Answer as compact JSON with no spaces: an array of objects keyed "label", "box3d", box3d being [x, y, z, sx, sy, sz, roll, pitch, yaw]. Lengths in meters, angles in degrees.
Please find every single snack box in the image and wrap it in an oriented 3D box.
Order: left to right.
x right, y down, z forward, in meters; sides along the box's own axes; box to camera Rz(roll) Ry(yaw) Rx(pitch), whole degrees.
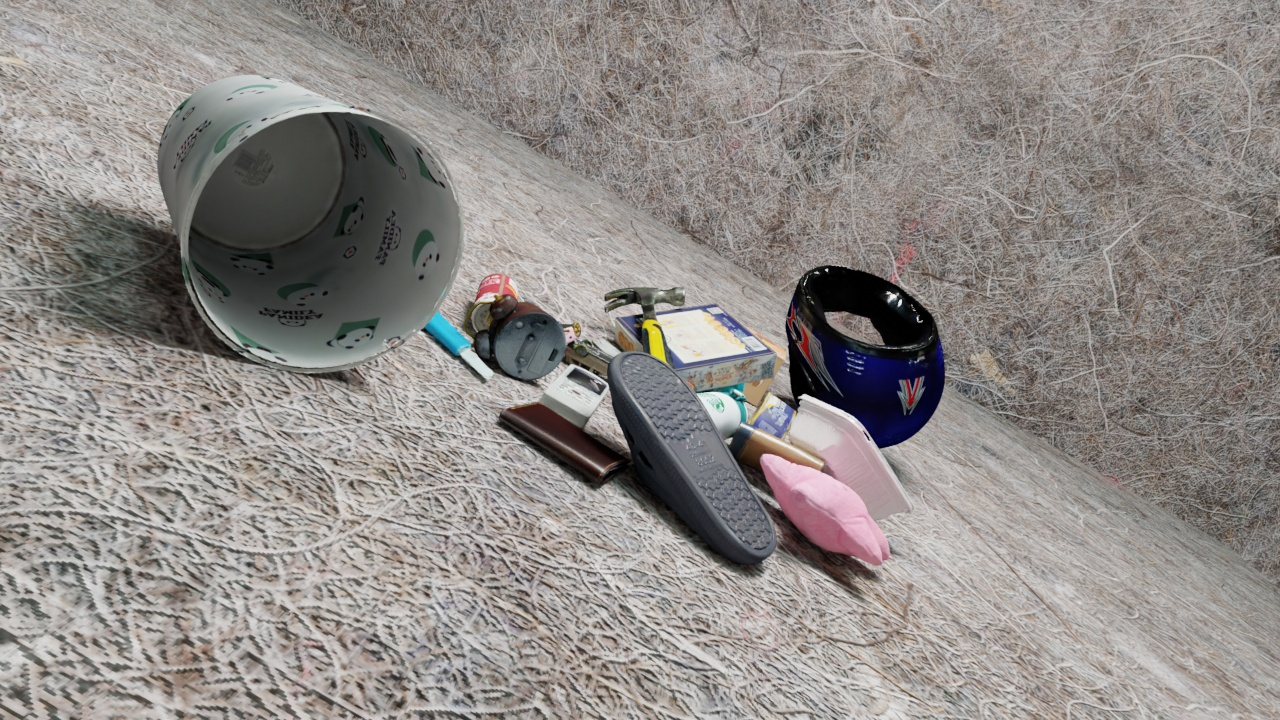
[{"label":"snack box","box3d":[0.077,-0.020,1.358,0.182,0.046,0.178,-10,32,-23]},{"label":"snack box","box3d":[0.184,0.009,1.514,0.077,0.093,0.094,31,14,3]}]

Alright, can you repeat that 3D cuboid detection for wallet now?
[{"label":"wallet","box3d":[-0.074,0.080,0.929,0.122,0.020,0.096,32,9,12]},{"label":"wallet","box3d":[0.168,0.121,1.151,0.115,0.033,0.090,25,-21,9]}]

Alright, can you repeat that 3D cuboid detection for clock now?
[{"label":"clock","box3d":[-0.141,-0.029,1.040,0.122,0.082,0.055,23,12,-29]}]

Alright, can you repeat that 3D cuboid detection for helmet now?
[{"label":"helmet","box3d":[0.362,0.011,1.544,0.247,0.241,0.315,-7,36,-17]}]

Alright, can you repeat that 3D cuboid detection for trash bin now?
[{"label":"trash bin","box3d":[-0.318,-0.143,0.838,0.229,0.230,0.252,16,14,-42]}]

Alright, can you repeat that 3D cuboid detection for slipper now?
[{"label":"slipper","box3d":[0.034,0.108,0.952,0.110,0.083,0.268,-4,53,-51]}]

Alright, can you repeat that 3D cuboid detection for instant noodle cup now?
[{"label":"instant noodle cup","box3d":[0.260,0.135,1.177,0.173,0.060,0.138,52,-10,-25]}]

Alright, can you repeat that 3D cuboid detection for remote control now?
[{"label":"remote control","box3d":[-0.074,0.038,1.065,0.058,0.021,0.149,30,15,0]}]

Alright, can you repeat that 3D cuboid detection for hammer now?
[{"label":"hammer","box3d":[0.015,-0.039,1.286,0.126,0.032,0.322,0,25,-4]}]

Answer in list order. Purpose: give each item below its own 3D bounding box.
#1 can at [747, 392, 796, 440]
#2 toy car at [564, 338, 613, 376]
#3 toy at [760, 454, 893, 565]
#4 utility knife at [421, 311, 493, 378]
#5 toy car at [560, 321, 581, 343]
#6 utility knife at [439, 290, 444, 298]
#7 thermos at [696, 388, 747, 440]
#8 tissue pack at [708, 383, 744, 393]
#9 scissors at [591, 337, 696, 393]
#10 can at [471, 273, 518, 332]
[{"label":"can","box3d":[0.174,0.091,1.259,0.049,0.075,0.148,34,15,6]},{"label":"toy car","box3d":[-0.055,0.002,1.191,0.090,0.035,0.042,26,16,1]},{"label":"toy","box3d":[0.217,0.176,1.053,0.178,0.074,0.194,39,1,-10]},{"label":"utility knife","box3d":[-0.223,-0.034,1.025,0.194,0.018,0.034,39,27,31]},{"label":"toy car","box3d":[-0.117,-0.027,1.146,0.056,0.037,0.122,3,11,23]},{"label":"utility knife","box3d":[-0.277,-0.063,0.993,0.029,0.013,0.222,34,23,15]},{"label":"thermos","box3d":[0.072,0.071,1.130,0.073,0.073,0.223,36,16,22]},{"label":"tissue pack","box3d":[0.101,0.009,1.441,0.093,0.050,0.133,20,18,-33]},{"label":"scissors","box3d":[-0.023,0.011,1.240,0.235,0.022,0.142,21,29,35]},{"label":"can","box3d":[-0.182,-0.069,1.151,0.053,0.053,0.132,26,15,-14]}]
